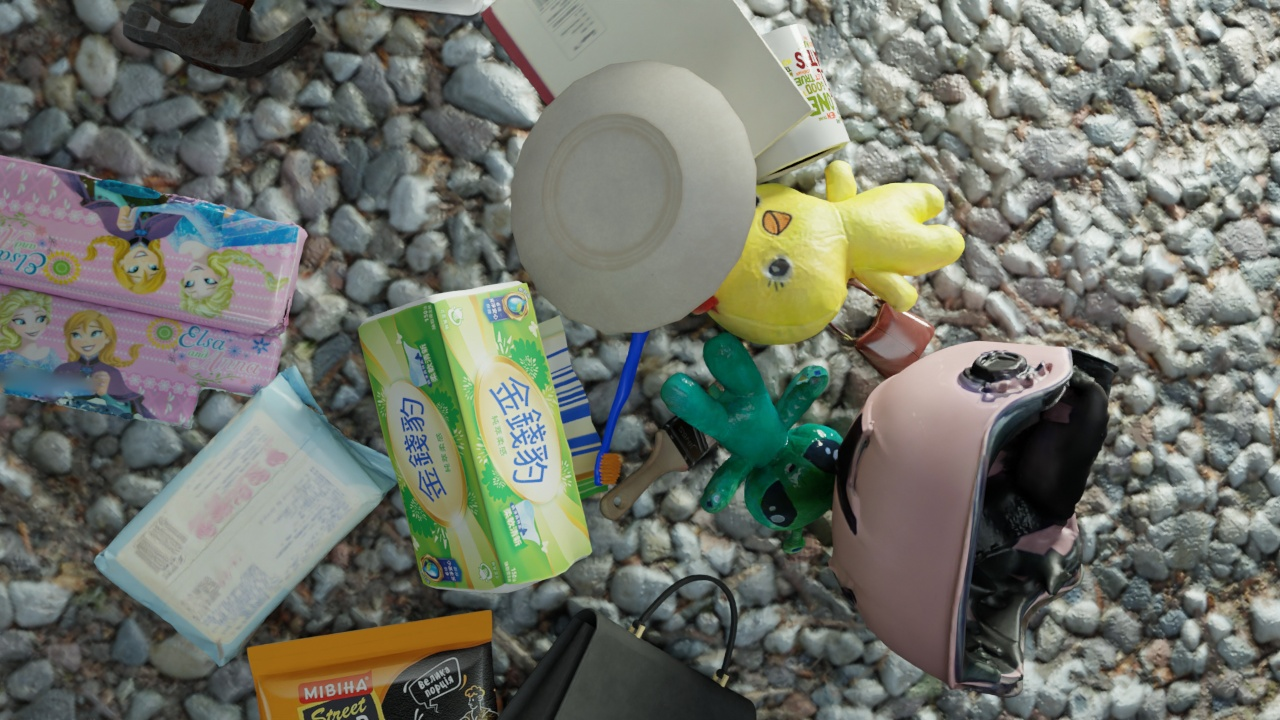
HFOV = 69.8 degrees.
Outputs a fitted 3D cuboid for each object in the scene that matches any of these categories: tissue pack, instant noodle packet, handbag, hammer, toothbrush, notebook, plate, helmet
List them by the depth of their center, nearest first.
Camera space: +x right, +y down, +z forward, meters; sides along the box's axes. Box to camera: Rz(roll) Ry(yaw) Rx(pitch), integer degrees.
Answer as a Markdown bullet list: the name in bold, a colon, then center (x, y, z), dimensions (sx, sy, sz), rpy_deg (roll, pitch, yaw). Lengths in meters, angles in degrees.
- **instant noodle packet**: center (-0.169, 0.290, 0.619), dimensions (0.159, 0.032, 0.220), rpy_deg (-7, 90, -9)
- **tissue pack**: center (-0.259, 0.104, 0.621), dimensions (0.112, 0.070, 0.181), rpy_deg (44, 82, -6)
- **helmet**: center (0.213, 0.092, 0.622), dimensions (0.254, 0.153, 0.230), rpy_deg (-35, 131, -42)
- **plate**: center (-0.015, -0.114, 0.630), dimensions (0.189, 0.027, 0.188), rpy_deg (0, 91, 24)
- **tissue pack**: center (-0.089, 0.045, 0.635), dimensions (0.141, 0.120, 0.198), rpy_deg (-16, 100, -45)
- **handbag**: center (0.008, 0.241, 0.644), dimensions (0.175, 0.072, 0.195), rpy_deg (38, 73, -28)
- **hammer**: center (-0.251, -0.344, 0.644), dimensions (0.111, 0.028, 0.300), rpy_deg (20, 87, -7)
- **notebook**: center (0.001, -0.212, 0.650), dimensions (0.153, 0.012, 0.208), rpy_deg (-36, 90, 19)
- **toothbrush**: center (-0.004, 0.004, 0.663), dimensions (0.018, 0.016, 0.182), rpy_deg (6, 69, 28)
- **handbag**: center (0.165, -0.037, 0.709), dimensions (0.119, 0.029, 0.055), rpy_deg (35, 87, -1)

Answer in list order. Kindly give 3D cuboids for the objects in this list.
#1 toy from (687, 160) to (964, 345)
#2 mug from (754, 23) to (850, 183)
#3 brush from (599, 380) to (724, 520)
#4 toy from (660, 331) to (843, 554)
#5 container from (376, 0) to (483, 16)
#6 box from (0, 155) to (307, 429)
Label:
- **toy**: center (0.122, -0.075, 0.655), dimensions (0.208, 0.092, 0.133), rpy_deg (-19, 56, 6)
- **mug**: center (0.088, -0.181, 0.677), dimensions (0.105, 0.073, 0.089), rpy_deg (-21, 93, 18)
- **brush**: center (0.026, 0.063, 0.667), dimensions (0.151, 0.012, 0.039), rpy_deg (-38, 103, -28)
- **toy**: center (0.090, 0.061, 0.661), dimensions (0.130, 0.072, 0.193), rpy_deg (-45, 116, -5)
- **container**: center (-0.148, -0.319, 0.647), dimensions (0.080, 0.049, 0.129), rpy_deg (4, 89, -9)
- **box**: center (-0.361, -0.041, 0.626), dimensions (0.230, 0.035, 0.159), rpy_deg (12, 89, -7)
